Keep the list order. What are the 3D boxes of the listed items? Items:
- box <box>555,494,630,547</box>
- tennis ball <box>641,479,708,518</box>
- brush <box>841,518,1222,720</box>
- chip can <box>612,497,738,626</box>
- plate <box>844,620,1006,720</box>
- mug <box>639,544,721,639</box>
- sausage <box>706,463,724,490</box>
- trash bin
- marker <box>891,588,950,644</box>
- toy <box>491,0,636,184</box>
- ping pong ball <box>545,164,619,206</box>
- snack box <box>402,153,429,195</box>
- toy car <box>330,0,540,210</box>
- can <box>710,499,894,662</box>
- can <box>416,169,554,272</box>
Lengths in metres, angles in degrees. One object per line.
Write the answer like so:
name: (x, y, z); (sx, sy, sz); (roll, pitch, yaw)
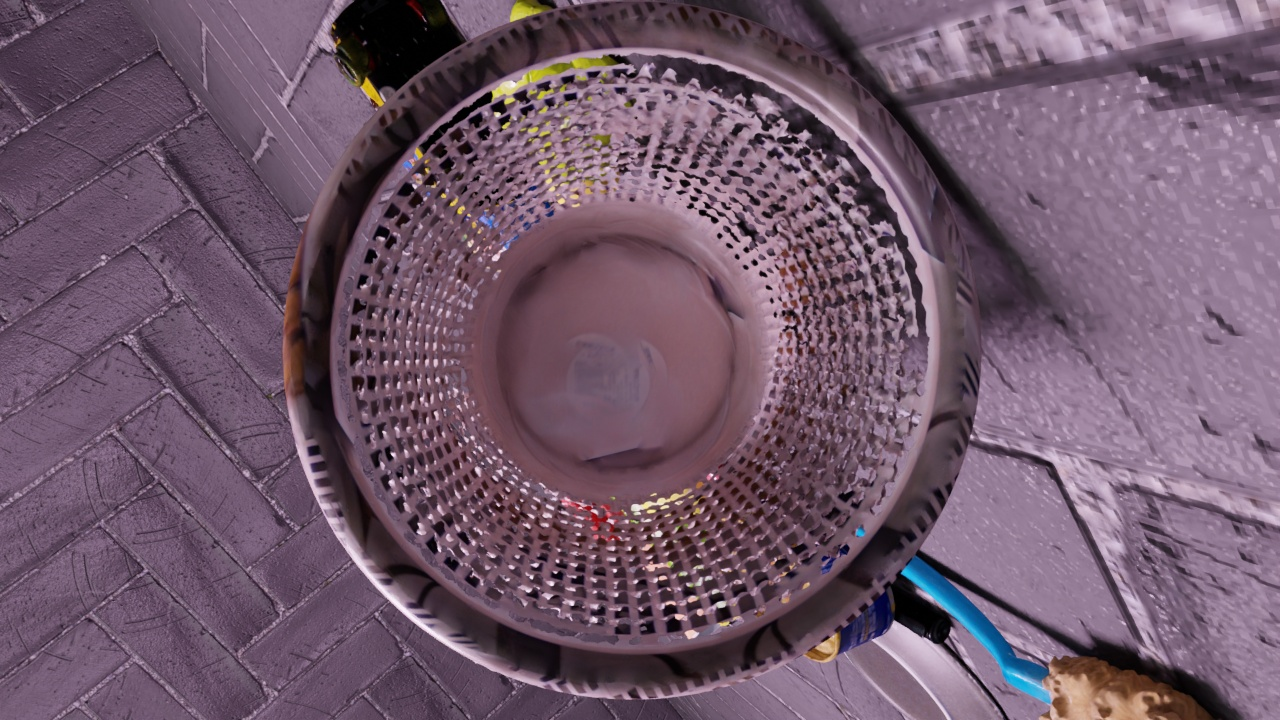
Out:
box: (-0.057, 0.081, 0.933); (0.201, 0.095, 0.099); (44, 147, 26)
tennis ball: (0.028, 0.101, 0.752); (0.065, 0.065, 0.065); (46, 164, 17)
brush: (0.187, 0.144, 0.477); (0.255, 0.045, 0.083); (35, 162, 54)
chip can: (0.023, 0.129, 0.818); (0.221, 0.072, 0.073); (49, 165, 5)
plate: (0.191, 0.228, 0.671); (0.179, 0.024, 0.180); (46, 164, 17)
mug: (0.048, 0.232, 0.993); (0.122, 0.078, 0.078); (50, 166, 22)
sausage: (0.034, 0.058, 0.723); (0.156, 0.020, 0.020); (49, 165, 5)
trash bin: (-0.006, -0.003, 0.385); (0.227, 0.227, 0.192); (51, 177, -2)
marker: (0.151, 0.154, 0.615); (0.132, 0.022, 0.020); (21, 112, 61)
toy: (-0.042, -0.130, 0.458); (0.097, 0.031, 0.100); (-25, 87, 49)
ping pong ball: (-0.032, -0.101, 0.499); (0.040, 0.040, 0.040); (46, 164, 17)
snack box: (-0.162, -0.152, 0.770); (0.157, 0.026, 0.085); (50, 164, 2)
toy car: (-0.127, -0.161, 0.571); (0.156, 0.071, 0.041); (52, 163, -8)
can: (0.105, 0.144, 0.621); (0.148, 0.049, 0.075); (26, 127, 60)
can: (-0.104, -0.110, 0.654); (0.083, 0.057, 0.102); (56, 164, -27)
